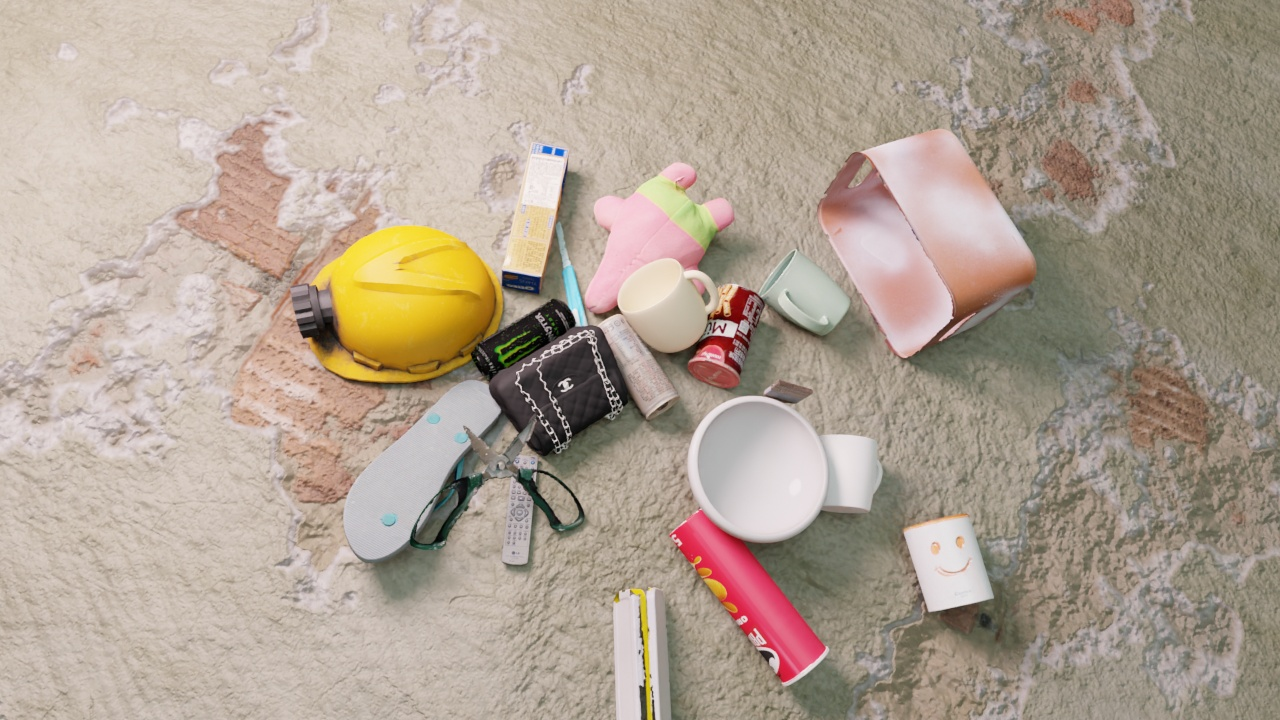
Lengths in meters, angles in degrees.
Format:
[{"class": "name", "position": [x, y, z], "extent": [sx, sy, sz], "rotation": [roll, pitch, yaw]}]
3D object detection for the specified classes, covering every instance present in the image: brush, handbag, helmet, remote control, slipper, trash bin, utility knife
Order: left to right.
[{"class": "helmet", "position": [-0.299, -0.088, 1.145], "extent": [0.255, 0.131, 0.205], "rotation": [-13, 71, -14]}, {"class": "slipper", "position": [-0.267, 0.131, 1.117], "extent": [0.098, 0.055, 0.268], "rotation": [29, 57, 6]}, {"class": "remote control", "position": [-0.148, 0.183, 1.126], "extent": [0.033, 0.013, 0.136], "rotation": [6, 69, -6]}, {"class": "handbag", "position": [-0.089, 0.039, 1.132], "extent": [0.153, 0.115, 0.125], "rotation": [-33, 101, -20]}, {"class": "utility knife", "position": [-0.094, -0.113, 1.243], "extent": [0.022, 0.015, 0.176], "rotation": [-17, 70, 16]}, {"class": "brush", "position": [0.165, 0.052, 1.149], "extent": [0.045, 0.143, 0.008], "rotation": [17, 69, -11]}, {"class": "trash bin", "position": [0.386, -0.160, 1.243], "extent": [0.157, 0.182, 0.259], "rotation": [-20, 73, -17]}]

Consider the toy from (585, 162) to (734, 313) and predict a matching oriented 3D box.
[{"class": "toy", "position": [0.011, -0.152, 1.239], "extent": [0.192, 0.097, 0.236], "rotation": [43, 84, -1]}]

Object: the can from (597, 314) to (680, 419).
[{"class": "can", "position": [-0.007, 0.007, 1.190], "extent": [0.054, 0.054, 0.135], "rotation": [-30, 77, -17]}]

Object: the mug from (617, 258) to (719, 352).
[{"class": "mug", "position": [0.046, -0.067, 1.178], "extent": [0.120, 0.100, 0.096], "rotation": [-23, 38, 20]}]

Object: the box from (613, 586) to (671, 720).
[{"class": "box", "position": [0.005, 0.368, 1.052], "extent": [0.070, 0.067, 0.210], "rotation": [0, 69, -7]}]

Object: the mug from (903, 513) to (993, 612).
[{"class": "mug", "position": [0.382, 0.251, 1.139], "extent": [0.082, 0.082, 0.105], "rotation": [-9, 72, -11]}]

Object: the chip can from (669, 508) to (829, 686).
[{"class": "chip can", "position": [0.128, 0.277, 1.100], "extent": [0.069, 0.069, 0.220], "rotation": [-35, 77, -18]}]

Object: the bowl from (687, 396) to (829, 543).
[{"class": "bowl", "position": [0.136, 0.135, 1.113], "extent": [0.176, 0.066, 0.176], "rotation": [5, 71, -14]}]

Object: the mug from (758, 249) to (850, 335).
[{"class": "mug", "position": [0.221, -0.080, 1.231], "extent": [0.104, 0.084, 0.111], "rotation": [37, 32, -5]}]

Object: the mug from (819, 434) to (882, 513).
[{"class": "mug", "position": [0.270, 0.149, 1.172], "extent": [0.114, 0.081, 0.087], "rotation": [17, 71, -35]}]

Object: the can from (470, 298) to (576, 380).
[{"class": "can", "position": [-0.149, -0.028, 1.183], "extent": [0.137, 0.054, 0.054], "rotation": [-33, 77, -18]}]

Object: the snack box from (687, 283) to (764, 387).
[{"class": "snack box", "position": [0.114, -0.033, 1.213], "extent": [0.072, 0.072, 0.121], "rotation": [21, 68, 0]}]

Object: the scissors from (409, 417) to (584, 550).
[{"class": "scissors", "position": [-0.161, 0.168, 1.084], "extent": [0.203, 0.015, 0.201], "rotation": [43, 79, -25]}]

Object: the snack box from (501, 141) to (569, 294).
[{"class": "snack box", "position": [-0.142, -0.195, 1.246], "extent": [0.056, 0.057, 0.206], "rotation": [11, 67, -3]}]
